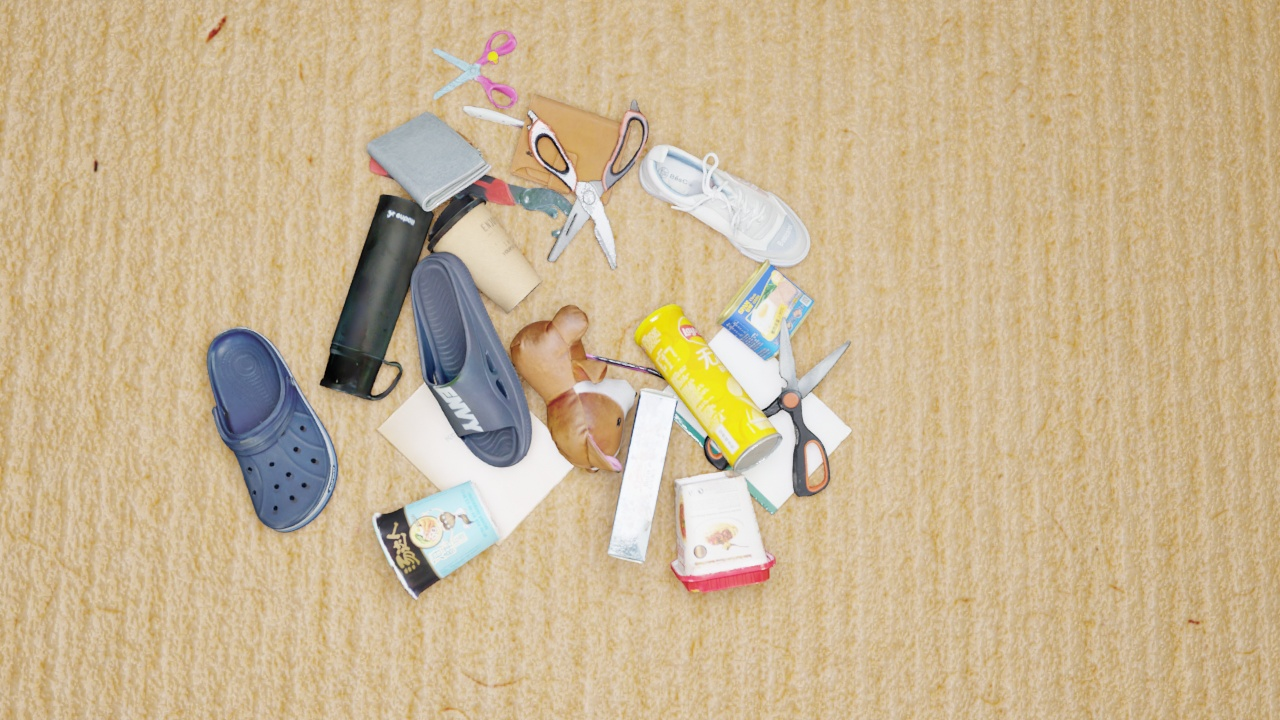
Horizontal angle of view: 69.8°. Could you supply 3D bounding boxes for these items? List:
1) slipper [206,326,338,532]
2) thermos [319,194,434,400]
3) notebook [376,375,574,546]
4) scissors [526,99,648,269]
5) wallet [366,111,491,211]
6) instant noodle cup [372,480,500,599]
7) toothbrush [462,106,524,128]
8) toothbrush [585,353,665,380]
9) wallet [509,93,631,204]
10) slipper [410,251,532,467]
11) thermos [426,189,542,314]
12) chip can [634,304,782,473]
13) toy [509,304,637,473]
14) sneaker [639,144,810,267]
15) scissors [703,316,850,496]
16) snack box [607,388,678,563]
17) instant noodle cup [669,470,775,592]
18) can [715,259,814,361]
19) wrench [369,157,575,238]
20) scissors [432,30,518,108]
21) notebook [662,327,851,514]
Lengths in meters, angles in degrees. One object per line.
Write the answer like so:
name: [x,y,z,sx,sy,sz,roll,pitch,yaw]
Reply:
slipper: [-0.436,0.074,1.073,0.105,0.095,0.252,-22,83,-5]
thermos: [-0.311,-0.073,1.116,0.090,0.068,0.242,18,84,-22]
notebook: [-0.198,0.104,1.131,0.207,0.008,0.147,44,82,0]
scissors: [-0.060,-0.223,1.143,0.189,0.015,0.223,-26,102,1]
wallet: [-0.257,-0.246,1.125,0.106,0.037,0.130,-36,61,-19]
instant noodle cup: [-0.233,0.199,1.069,0.120,0.111,0.111,-28,87,-10]
toothbrush: [-0.135,-0.304,1.176,0.187,0.016,0.017,13,75,-4]
toothbrush: [-0.007,0.007,1.151,0.189,0.014,0.017,15,73,1]
wallet: [-0.089,-0.265,1.159,0.132,0.031,0.108,18,93,-3]
slipper: [-0.218,0.006,1.068,0.111,0.083,0.268,-20,90,35]
thermos: [-0.190,-0.129,1.120,0.093,0.093,0.143,-45,96,-8]
chip can: [0.078,0.031,1.094,0.072,0.072,0.213,-33,65,-8]
toy: [-0.071,0.040,1.083,0.130,0.140,0.199,-17,87,-10]
sneaker: [0.112,-0.201,1.150,0.242,0.091,0.089,29,83,-2]
scissors: [0.177,0.068,1.126,0.221,0.021,0.232,-27,99,6]
snack box: [0.002,0.130,1.056,0.046,0.178,0.182,11,84,1]
instant noodle cup: [0.090,0.199,1.089,0.116,0.116,0.124,-9,89,-6]
can: [0.157,-0.061,1.150,0.083,0.057,0.102,40,69,-2]
wrench: [-0.208,-0.216,1.161,0.273,0.016,0.056,17,82,-4]
scissors: [-0.207,-0.367,1.176,0.133,0.017,0.135,-36,84,-6]
notebook: [0.142,0.070,1.163,0.209,0.012,0.150,44,84,1]
